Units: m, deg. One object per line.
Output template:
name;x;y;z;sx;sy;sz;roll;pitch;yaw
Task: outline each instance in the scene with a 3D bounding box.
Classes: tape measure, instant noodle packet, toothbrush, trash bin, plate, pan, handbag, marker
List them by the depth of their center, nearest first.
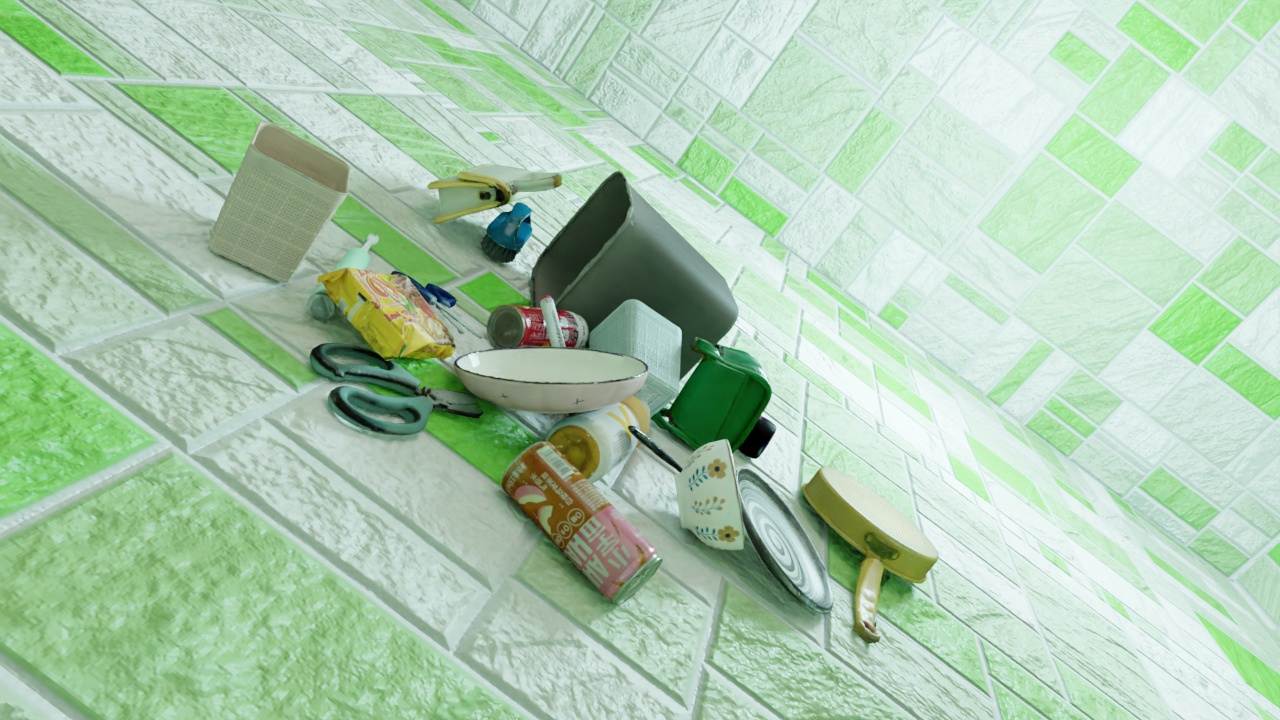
instant noodle packet;-0.235;-0.045;0.864;0.111;0.044;0.128;45;9;7
plate;-0.088;0.020;0.913;0.192;0.039;0.192;2;10;-1
toothbrush;-0.297;-0.094;0.938;0.026;0.027;0.224;45;16;-20
toothbrush;0.030;0.108;0.959;0.016;0.018;0.181;21;-17;37
plate;0.150;0.198;0.998;0.179;0.024;0.179;48;16;-19
marker;-0.088;-0.005;1.018;0.017;0.017;0.145;10;58;-53
handbag;0.090;0.044;1.134;0.120;0.131;0.068;27;17;-18
pan;0.285;0.242;1.145;0.197;0.078;0.357;34;12;1
tape measure;0.153;0.100;1.225;0.039;0.057;0.058;33;4;5
trash bin;-0.006;-0.098;1.233;0.219;0.199;0.198;36;19;-24
handbag;-0.188;-0.240;1.255;0.163;0.179;0.063;-61;140;-71

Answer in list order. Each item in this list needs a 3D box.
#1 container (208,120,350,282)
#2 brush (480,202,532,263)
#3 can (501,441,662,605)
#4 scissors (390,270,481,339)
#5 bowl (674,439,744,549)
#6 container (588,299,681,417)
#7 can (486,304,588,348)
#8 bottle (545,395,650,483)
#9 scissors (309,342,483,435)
container;-0.337;-0.144;0.852;0.090;0.111;0.089;26;22;-28
brush;-0.181;-0.186;1.286;0.055;0.074;0.143;31;20;-7
can;-0.051;0.136;0.779;0.147;0.058;0.057;43;20;17
scissors;-0.204;-0.055;0.976;0.173;0.012;0.132;31;9;21
bowl;0.068;0.141;0.942;0.062;0.113;0.113;-9;26;0
container;-0.006;0.006;1.087;0.090;0.090;0.111;32;36;-27
can;-0.117;-0.034;1.072;0.053;0.053;0.132;45;21;23
bottle;-0.035;0.073;0.939;0.068;0.068;0.189;40;19;8
scissors;-0.215;0.021;0.823;0.143;0.019;0.179;46;22;27
